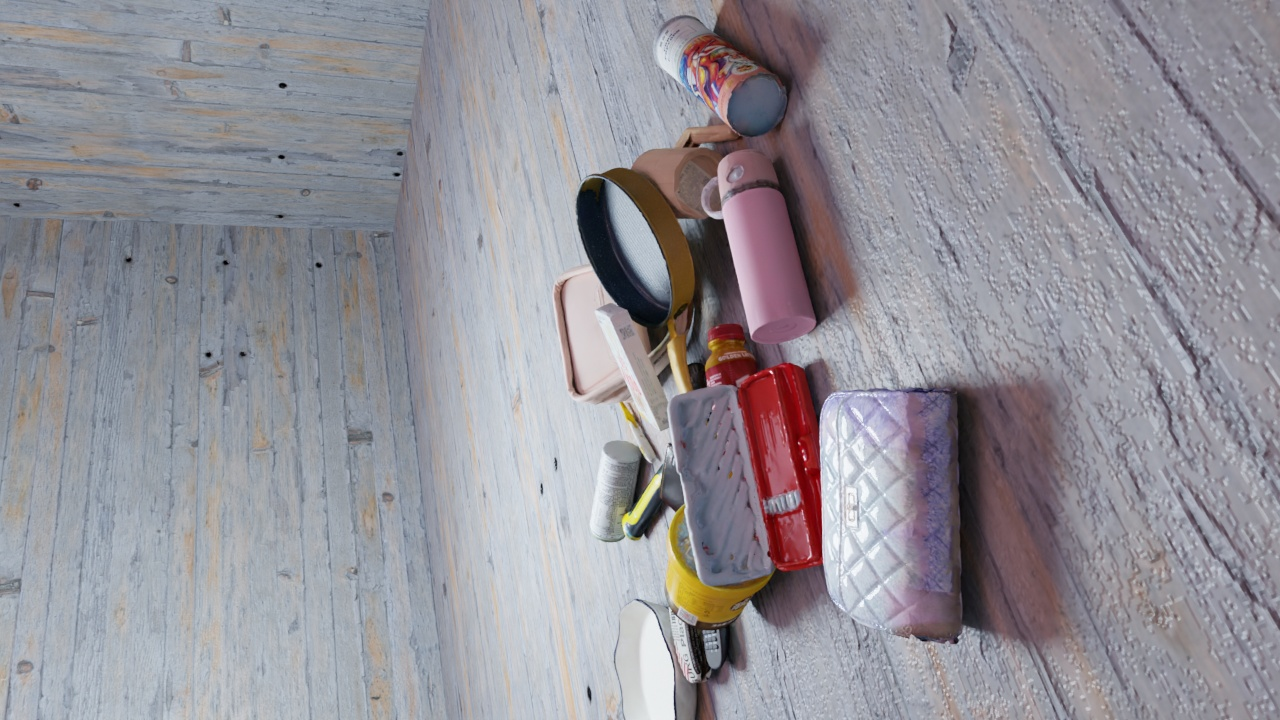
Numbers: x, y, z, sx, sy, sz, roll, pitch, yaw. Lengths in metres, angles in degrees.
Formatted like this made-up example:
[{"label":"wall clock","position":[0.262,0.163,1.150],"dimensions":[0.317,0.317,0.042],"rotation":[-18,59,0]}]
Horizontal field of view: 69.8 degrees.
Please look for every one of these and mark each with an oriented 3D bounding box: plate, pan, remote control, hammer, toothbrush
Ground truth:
[{"label":"plate","position":[0.020,0.423,1.232],"dimensions":[0.205,0.045,0.205],"rotation":[179,90,-67]},{"label":"pan","position":[0.019,-0.060,1.076],"dimensions":[0.357,0.078,0.198],"rotation":[57,158,9]},{"label":"remote control","position":[0.087,0.295,1.090],"dimensions":[0.053,0.024,0.136],"rotation":[138,129,-63]},{"label":"hammer","position":[0.036,0.149,1.199],"dimensions":[0.324,0.031,0.126],"rotation":[116,146,-47]},{"label":"toothbrush","position":[-0.013,0.093,1.337],"dimensions":[0.191,0.016,0.018],"rotation":[-122,27,-52]}]

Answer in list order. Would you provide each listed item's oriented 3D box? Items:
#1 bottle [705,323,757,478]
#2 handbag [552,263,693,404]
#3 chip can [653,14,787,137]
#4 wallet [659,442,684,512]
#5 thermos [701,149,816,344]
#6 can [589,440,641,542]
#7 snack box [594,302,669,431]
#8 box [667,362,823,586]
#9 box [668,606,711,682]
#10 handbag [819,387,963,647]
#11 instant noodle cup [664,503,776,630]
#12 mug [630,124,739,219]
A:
[{"label":"bottle","position":[0.104,0.048,0.994],"dimensions":[0.058,0.057,0.174],"rotation":[141,124,-63]},{"label":"handbag","position":[-0.015,-0.056,1.231],"dimensions":[0.235,0.093,0.193],"rotation":[-28,69,48]},{"label":"chip can","position":[0.084,-0.317,1.012],"dimensions":[0.214,0.071,0.071],"rotation":[-121,37,-49]},{"label":"wallet","position":[0.069,0.164,1.080],"dimensions":[0.122,0.020,0.096],"rotation":[40,140,37]},{"label":"thermos","position":[0.115,-0.115,0.935],"dimensions":[0.087,0.067,0.198],"rotation":[-24,66,28]},{"label":"can","position":[-0.037,0.192,1.342],"dimensions":[0.058,0.058,0.147],"rotation":[-128,42,-55]},{"label":"snack box","position":[-0.007,0.007,1.132],"dimensions":[0.157,0.027,0.085],"rotation":[67,169,-15]},{"label":"box","position":[0.113,0.114,0.918],"dimensions":[0.161,0.058,0.201],"rotation":[-19,70,27]},{"label":"box","position":[0.063,0.315,1.139],"dimensions":[0.069,0.052,0.164],"rotation":[-28,66,53]},{"label":"handbag","position":[0.201,0.119,0.742],"dimensions":[0.134,0.075,0.194],"rotation":[173,95,-67]},{"label":"instant noodle cup","position":[0.080,0.225,0.996],"dimensions":[0.115,0.118,0.118],"rotation":[102,155,-46]},{"label":"mug","position":[0.057,-0.221,1.065],"dimensions":[0.124,0.084,0.104],"rotation":[-56,29,-8]}]
